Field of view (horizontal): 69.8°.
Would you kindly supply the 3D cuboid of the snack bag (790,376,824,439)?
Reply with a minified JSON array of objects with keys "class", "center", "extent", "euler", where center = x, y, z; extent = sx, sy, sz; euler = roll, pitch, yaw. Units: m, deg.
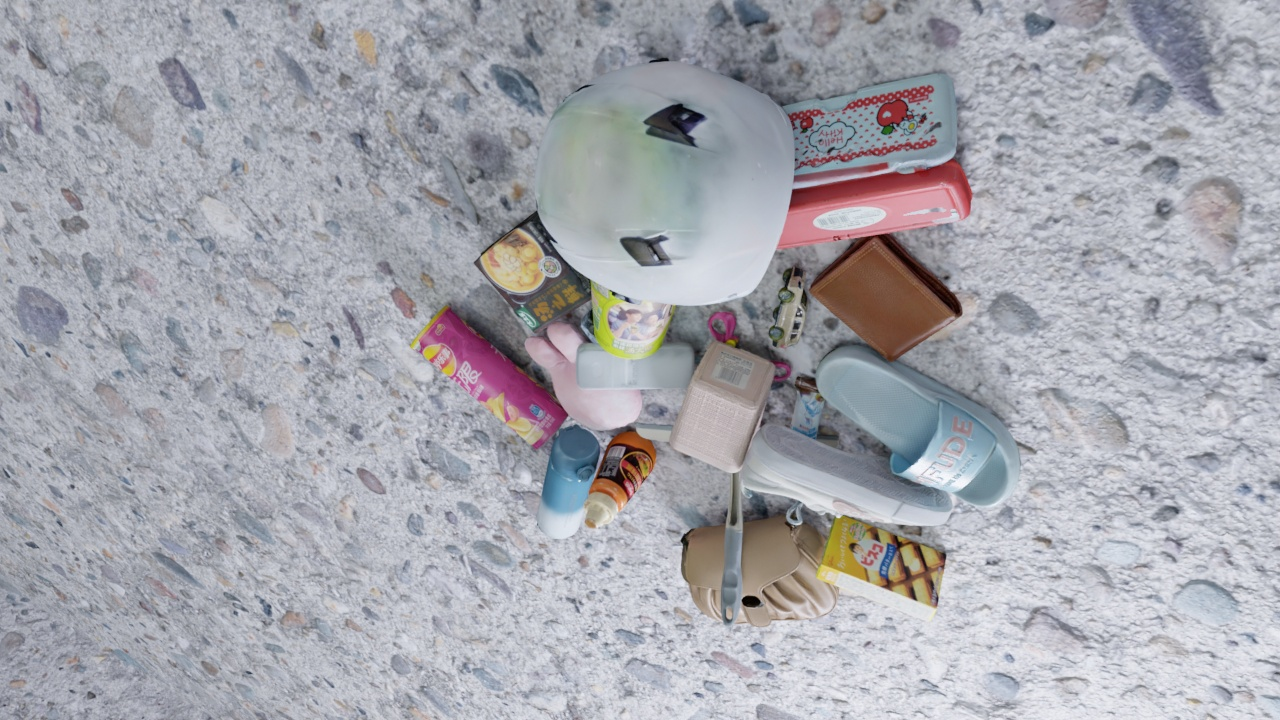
[{"class":"snack bag","center":[0.187,0.069,1.042],"extent":[0.048,0.026,0.104],"euler":[15,119,7]}]

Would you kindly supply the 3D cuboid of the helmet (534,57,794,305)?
[{"class":"helmet","center":[-0.002,-0.160,0.819],"extent":[0.259,0.145,0.229],"euler":[20,103,28]}]

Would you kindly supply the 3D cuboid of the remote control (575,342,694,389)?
[{"class":"remote control","center":[-0.006,0.006,1.049],"extent":[0.136,0.020,0.056],"euler":[-1,117,-4]}]

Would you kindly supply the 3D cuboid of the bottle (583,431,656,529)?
[{"class":"bottle","center":[-0.032,0.153,1.144],"extent":[0.067,0.149,0.067],"euler":[14,130,17]}]

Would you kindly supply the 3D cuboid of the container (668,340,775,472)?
[{"class":"container","center":[0.094,0.048,1.027],"extent":[0.090,0.089,0.111],"euler":[23,137,10]}]

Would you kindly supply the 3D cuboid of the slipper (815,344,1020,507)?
[{"class":"slipper","center":[0.291,0.074,0.968],"extent":[0.245,0.074,0.104],"euler":[34,132,1]}]

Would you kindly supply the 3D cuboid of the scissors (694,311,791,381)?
[{"class":"scissors","center":[0.109,0.000,1.044],"extent":[0.136,0.017,0.133],"euler":[11,134,18]}]

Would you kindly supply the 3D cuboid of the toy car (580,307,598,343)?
[{"class":"toy car","center":[-0.032,-0.024,1.077],"extent":[0.090,0.042,0.034],"euler":[46,130,-14]}]

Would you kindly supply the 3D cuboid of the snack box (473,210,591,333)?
[{"class":"snack box","center":[-0.123,-0.100,1.065],"extent":[0.126,0.053,0.113],"euler":[-30,108,34]}]

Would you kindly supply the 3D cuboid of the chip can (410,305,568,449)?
[{"class":"chip can","center":[-0.190,0.023,1.177],"extent":[0.210,0.071,0.072],"euler":[40,133,-7]}]

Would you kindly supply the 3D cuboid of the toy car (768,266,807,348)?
[{"class":"toy car","center":[0.157,-0.056,0.957],"extent":[0.035,0.042,0.091],"euler":[11,131,7]}]

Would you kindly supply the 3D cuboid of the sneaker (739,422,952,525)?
[{"class":"sneaker","center":[0.225,0.150,1.019],"extent":[0.242,0.089,0.091],"euler":[18,122,-8]}]

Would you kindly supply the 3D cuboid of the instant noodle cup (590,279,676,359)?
[{"class":"instant noodle cup","center":[-0.008,-0.068,0.994],"extent":[0.112,0.111,0.124],"euler":[22,140,10]}]

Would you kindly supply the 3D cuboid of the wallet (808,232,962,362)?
[{"class":"wallet","center":[0.243,-0.062,0.916],"extent":[0.124,0.032,0.101],"euler":[41,136,-6]}]

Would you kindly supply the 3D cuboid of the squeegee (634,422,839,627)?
[{"class":"squeegee","center":[0.114,0.201,1.120],"extent":[0.247,0.039,0.246],"euler":[2,96,16]}]

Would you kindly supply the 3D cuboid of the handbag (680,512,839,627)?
[{"class":"handbag","center":[0.151,0.275,1.180],"extent":[0.205,0.099,0.148],"euler":[-16,116,31]}]

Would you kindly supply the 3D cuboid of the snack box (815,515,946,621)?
[{"class":"snack box","center":[0.288,0.246,1.095],"extent":[0.140,0.086,0.034],"euler":[18,132,14]}]

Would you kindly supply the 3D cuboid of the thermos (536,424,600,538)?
[{"class":"thermos","center":[-0.097,0.165,1.217],"extent":[0.070,0.070,0.221],"euler":[27,144,6]}]

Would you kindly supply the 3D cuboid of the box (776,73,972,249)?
[{"class":"box","center":[0.193,-0.180,0.842],"extent":[0.202,0.099,0.116],"euler":[-5,156,30]}]

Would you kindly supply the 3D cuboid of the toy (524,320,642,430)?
[{"class":"toy","center":[-0.069,0.020,1.123],"extent":[0.122,0.054,0.159],"euler":[-24,111,41]}]
